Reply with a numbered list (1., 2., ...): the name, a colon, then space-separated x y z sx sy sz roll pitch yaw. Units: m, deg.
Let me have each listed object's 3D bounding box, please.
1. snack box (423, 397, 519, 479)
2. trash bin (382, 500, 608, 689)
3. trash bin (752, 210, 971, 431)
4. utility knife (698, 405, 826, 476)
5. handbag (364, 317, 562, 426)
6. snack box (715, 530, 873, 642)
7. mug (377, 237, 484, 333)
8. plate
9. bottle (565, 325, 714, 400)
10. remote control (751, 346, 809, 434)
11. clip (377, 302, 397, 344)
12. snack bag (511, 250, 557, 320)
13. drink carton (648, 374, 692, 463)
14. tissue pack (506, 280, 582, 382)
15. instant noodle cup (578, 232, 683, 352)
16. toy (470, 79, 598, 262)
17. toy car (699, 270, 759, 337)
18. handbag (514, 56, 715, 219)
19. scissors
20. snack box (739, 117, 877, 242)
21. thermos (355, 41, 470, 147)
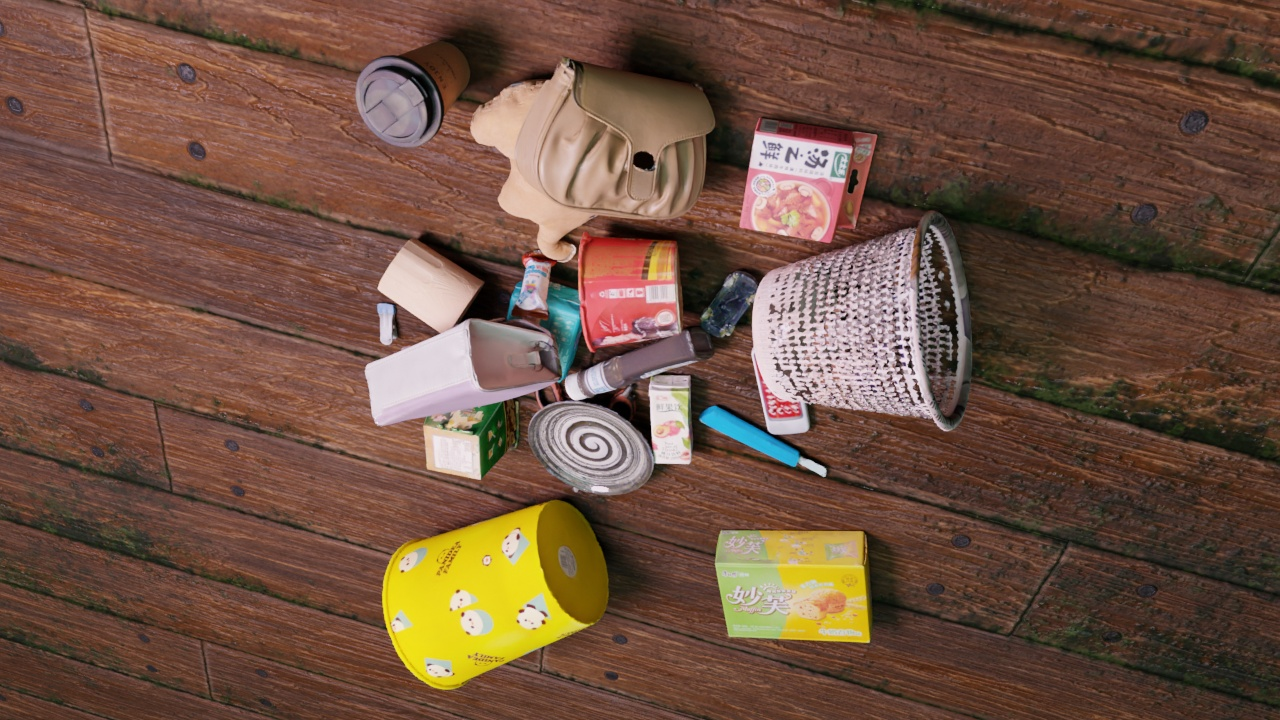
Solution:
1. snack box: -0.239 0.097 1.251 0.118 0.105 0.118 10 126 9
2. trash bin: -0.201 0.332 1.339 0.256 0.229 0.229 -24 115 21
3. trash bin: 0.236 -0.035 0.990 0.192 0.226 0.227 -5 123 32
4. utility knife: 0.165 0.109 1.209 0.187 0.018 0.034 28 137 -6
5. handbag: -0.214 0.013 1.103 0.197 0.144 0.098 -17 77 37
6. snack box: 0.220 0.322 1.309 0.210 0.069 0.158 -3 123 16
7. mug: -0.268 -0.085 1.159 0.103 0.084 0.125 34 151 -8
8. plate: -0.066 0.116 1.242 0.179 0.024 0.180 10 132 11
9. bottle: -0.007 0.007 1.148 0.195 0.079 0.044 -20 83 27
10. remote control: 0.177 0.036 1.155 0.056 0.020 0.136 -6 122 17
11. clip: -0.338 -0.051 1.231 0.024 0.026 0.056 4 112 9
12. snack bag: -0.127 -0.090 1.101 0.045 0.105 0.026 8 144 -6
13. drink carton: 0.041 0.076 1.201 0.053 0.045 0.123 1 125 7
14. tissue pack: -0.124 -0.037 1.164 0.093 0.050 0.134 19 127 -1
15. instant noodle cup: -0.008 -0.079 1.059 0.108 0.137 0.138 -2 123 6
16. toy: -0.095 -0.204 1.030 0.144 0.082 0.226 -6 126 18
17. toy car: 0.106 -0.068 1.094 0.043 0.034 0.091 31 123 -4
18. handbag: -0.018 -0.219 0.936 0.204 0.100 0.148 -1 115 -34
19. scissors: -0.075 0.099 1.265 0.189 0.015 0.227 29 125 -7
20. snack box: 0.178 -0.191 0.984 0.127 0.044 0.113 10 125 7
21. thermos: -0.232 -0.286 0.963 0.093 0.143 0.093 7 125 10
